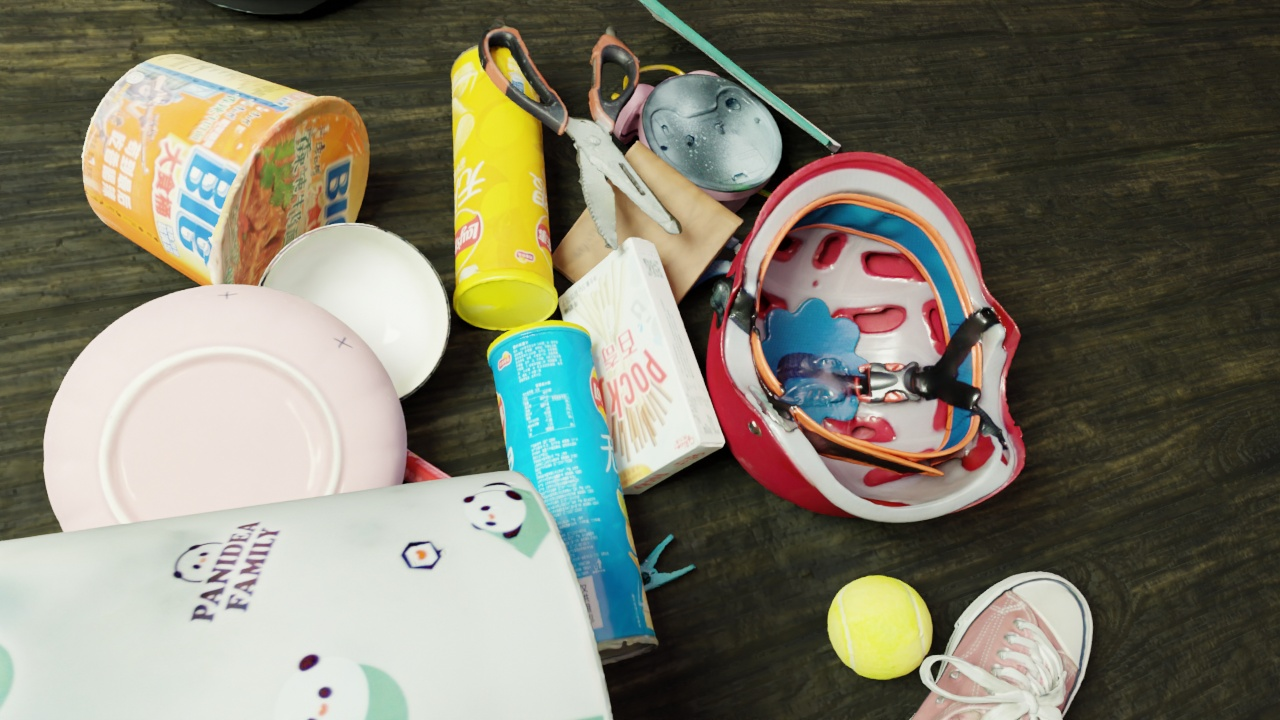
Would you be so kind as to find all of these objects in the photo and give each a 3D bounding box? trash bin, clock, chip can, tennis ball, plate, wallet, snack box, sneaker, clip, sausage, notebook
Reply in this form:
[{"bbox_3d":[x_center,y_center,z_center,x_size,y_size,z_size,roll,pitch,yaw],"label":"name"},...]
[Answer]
[{"bbox_3d":[-0.158,0.165,0.409,0.251,0.230,0.229,-10,67,-21],"label":"trash bin"},{"bbox_3d":[0.042,-0.185,0.754,0.117,0.060,0.158,-22,73,-25],"label":"clock"},{"bbox_3d":[-0.103,-0.130,0.675,0.072,0.072,0.213,2,62,-16],"label":"chip can"},{"bbox_3d":[0.155,0.173,0.595,0.065,0.066,0.065,7,61,-13],"label":"tennis ball"},{"bbox_3d":[-0.229,0.052,0.511,0.192,0.039,0.192,0,91,-15],"label":"plate"},{"bbox_3d":[0.002,-0.088,0.681,0.101,0.020,0.115,38,95,7],"label":"wallet"},{"bbox_3d":[-0.004,0.004,0.626,0.026,0.085,0.156,7,57,-45],"label":"snack box"},{"bbox_3d":[0.226,0.219,0.579,0.240,0.088,0.118,-36,77,-28],"label":"sneaker"},{"bbox_3d":[0.008,0.138,0.600,0.055,0.013,0.037,-28,73,-29],"label":"clip"},{"bbox_3d":[-0.046,0.082,0.580,0.071,0.071,0.210,-5,66,-19],"label":"chip can"},{"bbox_3d":[-0.106,0.086,0.557,0.156,0.020,0.020,25,54,31],"label":"sausage"},{"bbox_3d":[0.079,-0.242,0.768,0.209,0.012,0.150,39,17,5],"label":"notebook"}]

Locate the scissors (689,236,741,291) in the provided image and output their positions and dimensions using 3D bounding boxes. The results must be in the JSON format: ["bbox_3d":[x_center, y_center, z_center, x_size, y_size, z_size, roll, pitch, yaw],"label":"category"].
[{"bbox_3d":[0.076,-0.087,0.700,0.170,0.012,0.144,-20,96,2],"label":"scissors"}]

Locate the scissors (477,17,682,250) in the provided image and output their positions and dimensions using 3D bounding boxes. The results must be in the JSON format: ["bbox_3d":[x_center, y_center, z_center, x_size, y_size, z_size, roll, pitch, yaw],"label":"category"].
[{"bbox_3d":[-0.040,-0.175,0.662,0.189,0.015,0.223,23,55,-4],"label":"scissors"}]

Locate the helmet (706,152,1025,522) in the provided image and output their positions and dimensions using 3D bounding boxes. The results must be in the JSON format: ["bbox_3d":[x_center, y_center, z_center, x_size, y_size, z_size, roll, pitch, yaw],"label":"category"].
[{"bbox_3d":[0.135,-0.004,0.630,0.206,0.144,0.239,5,73,-17],"label":"helmet"}]

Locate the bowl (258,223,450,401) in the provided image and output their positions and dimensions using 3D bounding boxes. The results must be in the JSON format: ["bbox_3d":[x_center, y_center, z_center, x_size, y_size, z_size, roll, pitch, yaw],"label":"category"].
[{"bbox_3d":[-0.186,-0.026,0.586,0.116,0.066,0.116,0,90,-25],"label":"bowl"}]

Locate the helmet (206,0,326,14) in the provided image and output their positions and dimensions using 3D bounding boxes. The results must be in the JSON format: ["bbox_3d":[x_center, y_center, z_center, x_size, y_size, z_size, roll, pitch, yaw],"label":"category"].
[{"bbox_3d":[-0.300,-0.399,0.667,0.233,0.231,0.274,-21,63,-18],"label":"helmet"}]

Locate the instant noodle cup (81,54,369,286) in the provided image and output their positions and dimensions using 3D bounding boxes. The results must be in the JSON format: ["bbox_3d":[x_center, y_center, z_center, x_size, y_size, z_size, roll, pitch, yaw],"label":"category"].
[{"bbox_3d":[-0.262,-0.115,0.581,0.111,0.152,0.151,25,58,7],"label":"instant noodle cup"}]
